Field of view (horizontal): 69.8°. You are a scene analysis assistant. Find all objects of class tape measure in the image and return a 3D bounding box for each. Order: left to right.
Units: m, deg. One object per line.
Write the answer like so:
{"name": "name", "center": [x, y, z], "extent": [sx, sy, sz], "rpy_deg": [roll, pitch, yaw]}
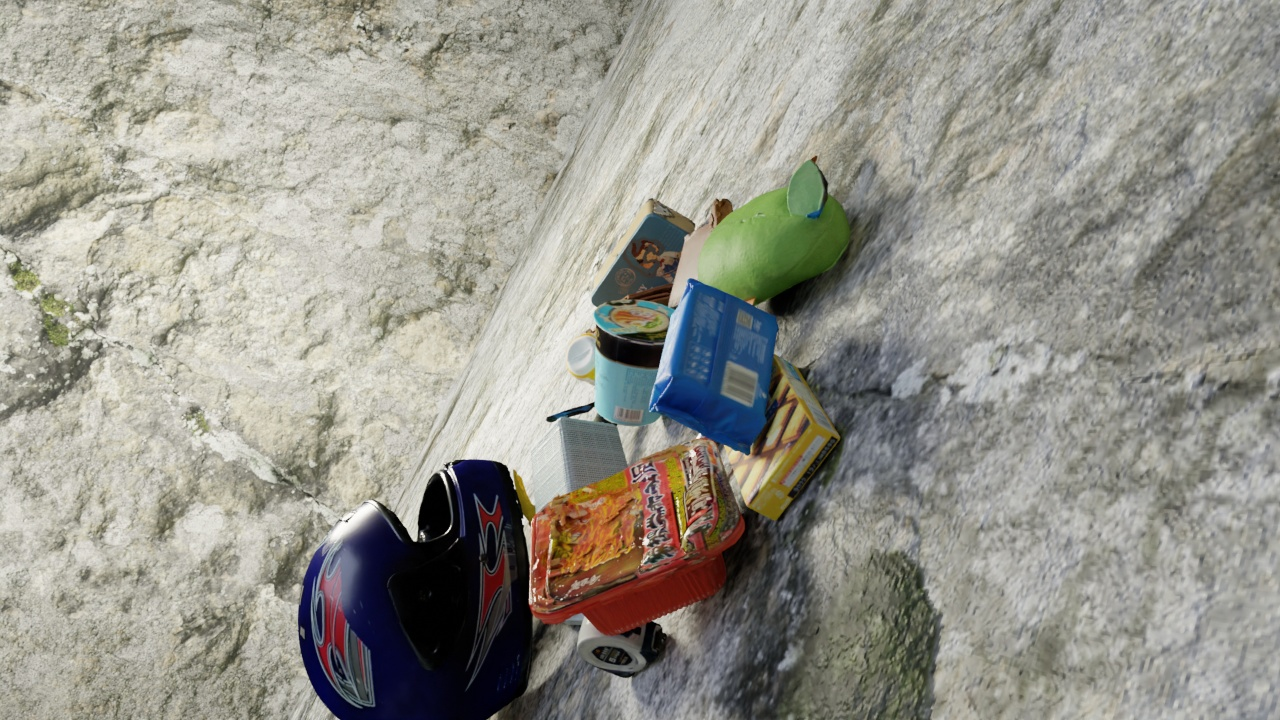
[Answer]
{"name": "tape measure", "center": [-0.021, 0.244, 0.800], "extent": [0.066, 0.066, 0.033], "rpy_deg": [-47, 21, 42]}

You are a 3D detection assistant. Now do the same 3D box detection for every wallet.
{"name": "wallet", "center": [-0.018, -0.052, 1.238], "extent": [0.107, 0.031, 0.132], "rpy_deg": [-17, -20, -44]}
{"name": "wallet", "center": [0.078, -0.117, 1.115], "extent": [0.125, 0.032, 0.101], "rpy_deg": [-23, 51, 60]}

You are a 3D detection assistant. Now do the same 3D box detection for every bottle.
{"name": "bottle", "center": [-0.049, 0.004, 1.199], "extent": [0.063, 0.108, 0.063], "rpy_deg": [-9, 72, 30]}

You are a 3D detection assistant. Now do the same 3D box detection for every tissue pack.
{"name": "tissue pack", "center": [0.063, 0.002, 0.773], "extent": [0.052, 0.095, 0.156], "rpy_deg": [-52, 17, 47]}

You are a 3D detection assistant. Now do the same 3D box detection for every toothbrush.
{"name": "toothbrush", "center": [-0.080, 0.067, 1.194], "extent": [0.016, 0.014, 0.189], "rpy_deg": [-59, -15, 16]}

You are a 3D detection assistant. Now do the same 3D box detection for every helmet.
{"name": "helmet", "center": [-0.263, 0.267, 1.046], "extent": [0.248, 0.240, 0.315], "rpy_deg": [-40, 52, 56]}

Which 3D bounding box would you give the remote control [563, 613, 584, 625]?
{"name": "remote control", "center": [-0.049, 0.247, 0.960], "extent": [0.150, 0.021, 0.058], "rpy_deg": [-29, 36, 60]}

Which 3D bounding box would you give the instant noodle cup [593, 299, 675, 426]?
{"name": "instant noodle cup", "center": [-0.006, 0.006, 1.046], "extent": [0.111, 0.111, 0.121], "rpy_deg": [-95, 13, -62]}

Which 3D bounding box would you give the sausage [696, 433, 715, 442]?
{"name": "sausage", "center": [0.069, 0.068, 0.894], "extent": [0.156, 0.020, 0.020], "rpy_deg": [-60, 16, 7]}

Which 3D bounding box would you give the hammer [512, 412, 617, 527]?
{"name": "hammer", "center": [-0.047, 0.082, 1.122], "extent": [0.300, 0.129, 0.033], "rpy_deg": [-59, -22, -20]}

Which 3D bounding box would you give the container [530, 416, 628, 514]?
{"name": "container", "center": [-0.067, 0.130, 1.015], "extent": [0.090, 0.089, 0.111], "rpy_deg": [-47, 45, 41]}

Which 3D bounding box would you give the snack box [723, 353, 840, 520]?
{"name": "snack box", "center": [0.110, 0.059, 0.761], "extent": [0.087, 0.033, 0.140], "rpy_deg": [-56, 15, 17]}

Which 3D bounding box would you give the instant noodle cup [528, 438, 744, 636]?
{"name": "instant noodle cup", "center": [-0.002, 0.155, 0.778], "extent": [0.189, 0.079, 0.164], "rpy_deg": [-23, 24, 6]}

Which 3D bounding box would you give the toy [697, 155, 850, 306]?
{"name": "toy", "center": [0.119, -0.109, 0.904], "extent": [0.247, 0.090, 0.226], "rpy_deg": [-6, 58, 67]}

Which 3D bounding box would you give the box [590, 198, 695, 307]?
{"name": "box", "center": [0.000, -0.134, 1.304], "extent": [0.185, 0.089, 0.061], "rpy_deg": [-56, 18, 29]}
